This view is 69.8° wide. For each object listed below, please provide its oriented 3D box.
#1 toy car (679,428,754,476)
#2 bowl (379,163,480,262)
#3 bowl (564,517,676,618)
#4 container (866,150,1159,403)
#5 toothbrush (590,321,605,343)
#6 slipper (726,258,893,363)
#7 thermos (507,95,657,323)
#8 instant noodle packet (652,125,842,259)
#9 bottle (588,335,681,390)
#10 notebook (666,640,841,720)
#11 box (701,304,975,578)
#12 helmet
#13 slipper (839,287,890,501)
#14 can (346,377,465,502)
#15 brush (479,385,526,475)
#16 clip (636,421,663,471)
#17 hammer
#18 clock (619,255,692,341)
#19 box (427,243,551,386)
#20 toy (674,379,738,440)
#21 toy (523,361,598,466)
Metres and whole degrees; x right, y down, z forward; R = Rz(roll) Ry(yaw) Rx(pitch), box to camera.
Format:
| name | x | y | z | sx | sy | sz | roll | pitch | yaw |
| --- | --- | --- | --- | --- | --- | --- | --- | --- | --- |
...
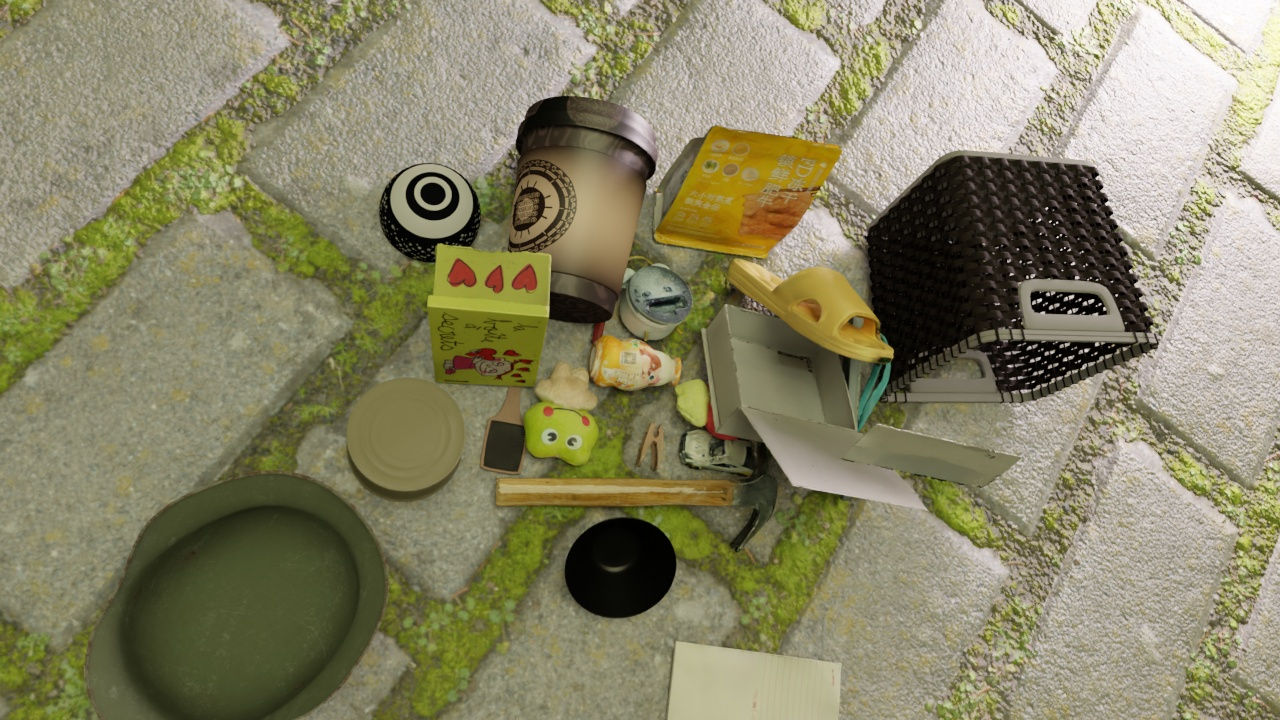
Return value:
| name | x | y | z | sx | sy | sz | roll | pitch | yaw |
| --- | --- | --- | --- | --- | --- | --- | --- | --- | --- |
| toy car | 0.101 | 0.112 | 1.121 | 0.105 | 0.033 | 0.048 | 10 | 74 | -12 |
| bowl | -0.248 | -0.184 | 1.089 | 0.120 | 0.066 | 0.120 | 4 | 74 | -14 |
| bowl | -0.025 | 0.222 | 1.033 | 0.124 | 0.052 | 0.124 | -2 | 107 | -8 |
| container | 0.446 | -0.097 | 1.165 | 0.247 | 0.246 | 0.243 | 1 | 71 | -15 |
| toothbrush | -0.041 | -0.109 | 1.152 | 0.016 | 0.016 | 0.189 | 12 | 72 | -7 |
| slipper | 0.209 | -0.076 | 1.103 | 0.099 | 0.263 | 0.078 | 11 | 109 | -43 |
| thermos | -0.077 | -0.170 | 1.085 | 0.172 | 0.173 | 0.226 | 12 | 78 | -12 |
| instant noodle packet | 0.124 | -0.216 | 1.119 | 0.163 | 0.222 | 0.084 | 8 | 69 | -14 |
| bottle | -0.007 | 0.006 | 1.104 | 0.109 | 0.063 | 0.063 | 10 | 72 | -13 |
| notebook | 0.131 | 0.413 | 1.054 | 0.208 | 0.012 | 0.153 | 11 | 72 | -12 |
| box | 0.186 | 0.094 | 1.008 | 0.166 | 0.109 | 0.418 | 13 | 35 | -21 |
| helmet | -0.382 | 0.247 | 0.882 | 0.267 | 0.154 | 0.227 | -40 | 87 | -26 |
| slipper | 0.280 | 0.044 | 1.157 | 0.055 | 0.098 | 0.268 | 5 | 82 | 4 |
| can | -0.257 | 0.087 | 1.006 | 0.127 | 0.073 | 0.127 | 4 | 74 | -14 |
| brush | -0.152 | 0.064 | 1.073 | 0.050 | 0.015 | 0.135 | 11 | 72 | -11 |
| clip | 0.021 | 0.106 | 1.104 | 0.045 | 0.025 | 0.061 | 25 | 66 | -8 |
| hammer | -0.002 | 0.156 | 1.069 | 0.330 | 0.033 | 0.132 | 2 | 94 | -10 |
| clock | 0.012 | -0.082 | 1.133 | 0.083 | 0.057 | 0.117 | -10 | 66 | -26 |
| box | -0.163 | -0.041 | 0.985 | 0.124 | 0.221 | 0.079 | 4 | 72 | -11 |
| toy | 0.105 | 0.059 | 1.117 | 0.135 | 0.045 | 0.091 | 14 | 40 | -7 |
| toy | -0.089 | 0.061 | 1.072 | 0.092 | 0.043 | 0.117 | 14 | 81 | -16 |
